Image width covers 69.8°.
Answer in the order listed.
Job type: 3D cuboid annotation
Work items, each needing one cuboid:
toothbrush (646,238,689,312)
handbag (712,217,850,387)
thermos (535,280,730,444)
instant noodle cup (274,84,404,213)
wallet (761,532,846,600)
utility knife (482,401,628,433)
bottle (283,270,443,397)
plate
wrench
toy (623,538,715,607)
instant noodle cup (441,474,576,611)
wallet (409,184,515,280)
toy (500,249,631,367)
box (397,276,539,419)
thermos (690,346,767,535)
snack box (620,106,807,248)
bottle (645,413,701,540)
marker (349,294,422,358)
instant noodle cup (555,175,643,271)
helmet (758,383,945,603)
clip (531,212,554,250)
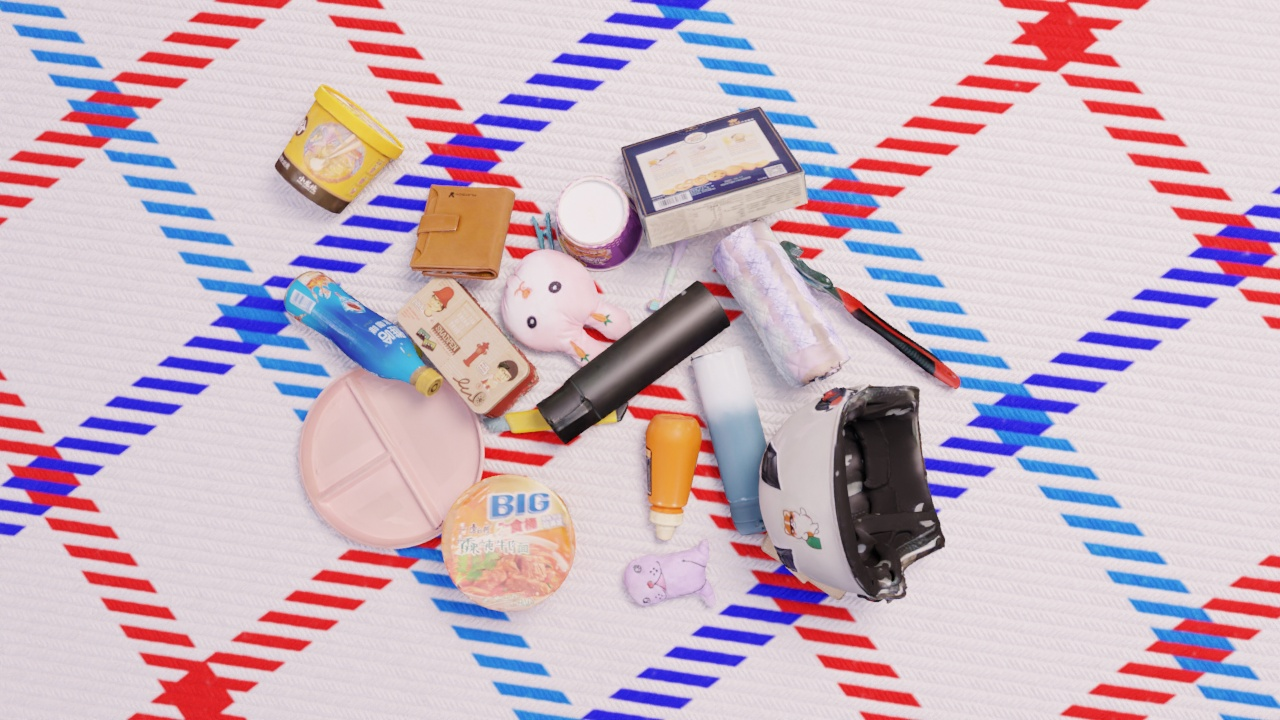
[{"bbox_3d":[0.049,-0.148,1.122,0.021,0.029,0.189,23,86,-37],"label":"toothbrush"},{"bbox_3d":[0.158,-0.061,1.055,0.075,0.134,0.194,-33,86,-1],"label":"handbag"},{"bbox_3d":[-0.006,0.006,1.073,0.242,0.090,0.068,-38,104,-4],"label":"thermos"},{"bbox_3d":[-0.366,-0.249,1.103,0.118,0.118,0.114,41,98,4],"label":"instant noodle cup"},{"bbox_3d":[0.209,0.223,1.094,0.115,0.024,0.087,34,84,3],"label":"wallet"},{"bbox_3d":[-0.103,0.068,1.119,0.181,0.015,0.033,-6,74,3],"label":"utility knife"},{"bbox_3d":[-0.325,-0.028,1.092,0.219,0.065,0.065,33,89,15],"label":"bottle"},{"bbox_3d":[-0.302,0.113,1.121,0.229,0.028,0.229,0,86,3],"label":"plate"},{"bbox_3d":[0.271,-0.053,1.093,0.273,0.056,0.016,38,124,2],"label":"wrench"},{"bbox_3d":[0.034,0.260,1.092,0.108,0.039,0.084,-10,95,1],"label":"toy"},{"bbox_3d":[-0.144,0.205,1.066,0.151,0.111,0.151,0,87,3],"label":"instant noodle cup"},{"bbox_3d":[-0.212,-0.156,1.102,0.108,0.031,0.131,4,56,4],"label":"wallet"},{"bbox_3d":[-0.091,-0.059,1.107,0.159,0.054,0.121,32,99,-2],"label":"toy"},{"bbox_3d":[-0.202,-0.016,1.104,0.091,0.075,0.168,-42,78,0],"label":"box"},{"bbox_3d":[0.115,0.096,1.082,0.070,0.070,0.220,-14,86,2],"label":"thermos"},{"bbox_3d":[0.078,-0.214,1.053,0.178,0.182,0.046,-16,128,2],"label":"snack box"},{"bbox_3d":[0.035,0.140,1.090,0.067,0.066,0.149,5,95,3],"label":"bottle"},{"bbox_3d":[-0.321,-0.041,1.136,0.124,0.015,0.018,38,89,6],"label":"marker"},{"bbox_3d":[-0.054,-0.167,1.088,0.111,0.099,0.111,0,88,4],"label":"instant noodle cup"},{"bbox_3d":[0.212,0.139,0.999,0.157,0.273,0.230,-8,97,39],"label":"helmet"},{"bbox_3d":[-0.118,-0.155,1.133,0.047,0.014,0.057,-11,87,0],"label":"clip"}]
